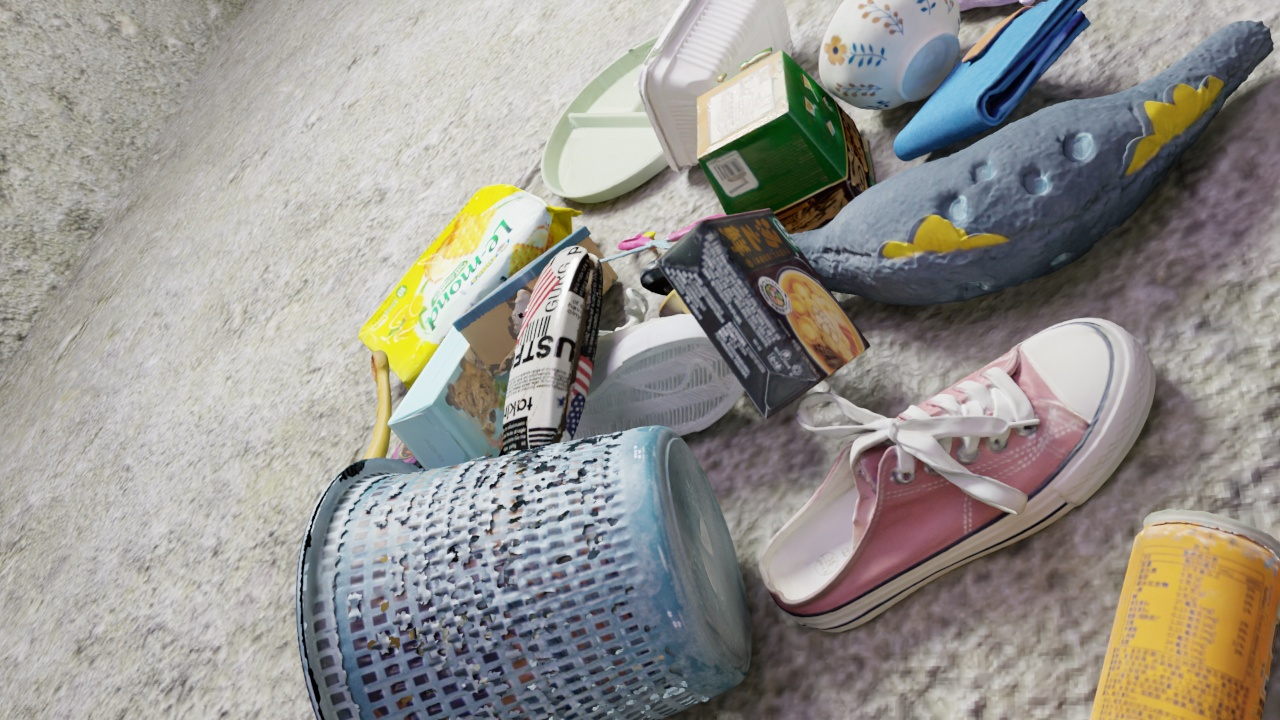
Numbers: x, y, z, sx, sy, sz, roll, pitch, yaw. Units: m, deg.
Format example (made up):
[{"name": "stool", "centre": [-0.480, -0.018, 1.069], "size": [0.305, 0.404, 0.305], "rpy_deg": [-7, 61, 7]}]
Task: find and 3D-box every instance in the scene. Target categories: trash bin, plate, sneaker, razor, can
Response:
[{"name": "trash bin", "centre": [-0.048, 0.138, 0.535], "size": [0.195, 0.227, 0.226], "rpy_deg": [-19, 45, 13]}, {"name": "plate", "centre": [-0.009, -0.253, 0.956], "size": [0.231, 0.027, 0.229], "rpy_deg": [-26, 43, 26]}, {"name": "sneaker", "centre": [0.156, 0.054, 0.490], "size": [0.241, 0.088, 0.118], "rpy_deg": [-39, 39, 13]}, {"name": "sneaker", "centre": [-0.004, 0.004, 0.686], "size": [0.243, 0.089, 0.090], "rpy_deg": [-21, 37, 44]}, {"name": "razor", "centre": [0.059, -0.031, 0.684], "size": [0.167, 0.062, 0.068], "rpy_deg": [52, 126, 46]}, {"name": "can", "centre": [0.222, 0.139, 0.379], "size": [0.058, 0.058, 0.145], "rpy_deg": [5, 61, 45]}]

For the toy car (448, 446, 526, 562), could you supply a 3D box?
[{"name": "toy car", "centre": [-0.128, 0.107, 0.748], "size": [0.071, 0.041, 0.155], "rpy_deg": [-15, 39, 35]}]

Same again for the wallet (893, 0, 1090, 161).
[{"name": "wallet", "centre": [0.232, -0.188, 0.618], "size": [0.106, 0.040, 0.133], "rpy_deg": [-49, 7, -2]}]

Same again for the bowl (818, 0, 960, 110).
[{"name": "bowl", "centre": [0.197, -0.233, 0.688], "size": [0.113, 0.113, 0.062], "rpy_deg": [-41, 58, 8]}]

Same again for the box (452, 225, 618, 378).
[{"name": "box", "centre": [-0.081, -0.055, 0.777], "size": [0.090, 0.062, 0.184], "rpy_deg": [-31, 13, 21]}]

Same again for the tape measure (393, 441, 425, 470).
[{"name": "tape measure", "centre": [-0.193, 0.087, 0.831], "size": [0.057, 0.039, 0.057], "rpy_deg": [-23, 40, 28]}]

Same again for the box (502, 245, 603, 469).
[{"name": "box", "centre": [-0.064, -0.007, 0.636], "size": [0.072, 0.060, 0.164], "rpy_deg": [129, 151, -60]}]

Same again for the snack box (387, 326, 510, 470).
[{"name": "snack box", "centre": [-0.138, 0.023, 0.763], "size": [0.052, 0.074, 0.174], "rpy_deg": [-24, 25, 25]}]

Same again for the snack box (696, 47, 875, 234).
[{"name": "snack box", "centre": [0.102, -0.162, 0.711], "size": [0.118, 0.105, 0.117], "rpy_deg": [-24, 45, 29]}]

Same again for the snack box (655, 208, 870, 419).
[{"name": "snack box", "centre": [0.080, -0.034, 0.569], "size": [0.053, 0.125, 0.113], "rpy_deg": [-39, 82, 32]}]

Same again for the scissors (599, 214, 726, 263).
[{"name": "scissors", "centre": [0.017, -0.101, 0.778], "size": [0.133, 0.017, 0.133], "rpy_deg": [-17, 13, -6]}]

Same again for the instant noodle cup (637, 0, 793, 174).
[{"name": "instant noodle cup", "centre": [0.077, -0.261, 0.812], "size": [0.060, 0.138, 0.173], "rpy_deg": [21, 72, 27]}]

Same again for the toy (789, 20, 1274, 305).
[{"name": "toy", "centre": [0.207, -0.097, 0.572], "size": [0.357, 0.091, 0.137], "rpy_deg": [-21, 33, 27]}]

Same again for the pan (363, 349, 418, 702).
[{"name": "pan", "centre": [-0.204, 0.130, 0.700], "size": [0.357, 0.078, 0.198], "rpy_deg": [67, 148, 35]}]

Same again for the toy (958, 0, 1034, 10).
[{"name": "toy", "centre": [0.276, -0.305, 0.722], "size": [0.108, 0.039, 0.083], "rpy_deg": [14, 64, 54]}]

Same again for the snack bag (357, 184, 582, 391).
[{"name": "snack bag", "centre": [-0.172, -0.070, 0.921], "size": [0.246, 0.068, 0.158], "rpy_deg": [-52, 38, -6]}]
